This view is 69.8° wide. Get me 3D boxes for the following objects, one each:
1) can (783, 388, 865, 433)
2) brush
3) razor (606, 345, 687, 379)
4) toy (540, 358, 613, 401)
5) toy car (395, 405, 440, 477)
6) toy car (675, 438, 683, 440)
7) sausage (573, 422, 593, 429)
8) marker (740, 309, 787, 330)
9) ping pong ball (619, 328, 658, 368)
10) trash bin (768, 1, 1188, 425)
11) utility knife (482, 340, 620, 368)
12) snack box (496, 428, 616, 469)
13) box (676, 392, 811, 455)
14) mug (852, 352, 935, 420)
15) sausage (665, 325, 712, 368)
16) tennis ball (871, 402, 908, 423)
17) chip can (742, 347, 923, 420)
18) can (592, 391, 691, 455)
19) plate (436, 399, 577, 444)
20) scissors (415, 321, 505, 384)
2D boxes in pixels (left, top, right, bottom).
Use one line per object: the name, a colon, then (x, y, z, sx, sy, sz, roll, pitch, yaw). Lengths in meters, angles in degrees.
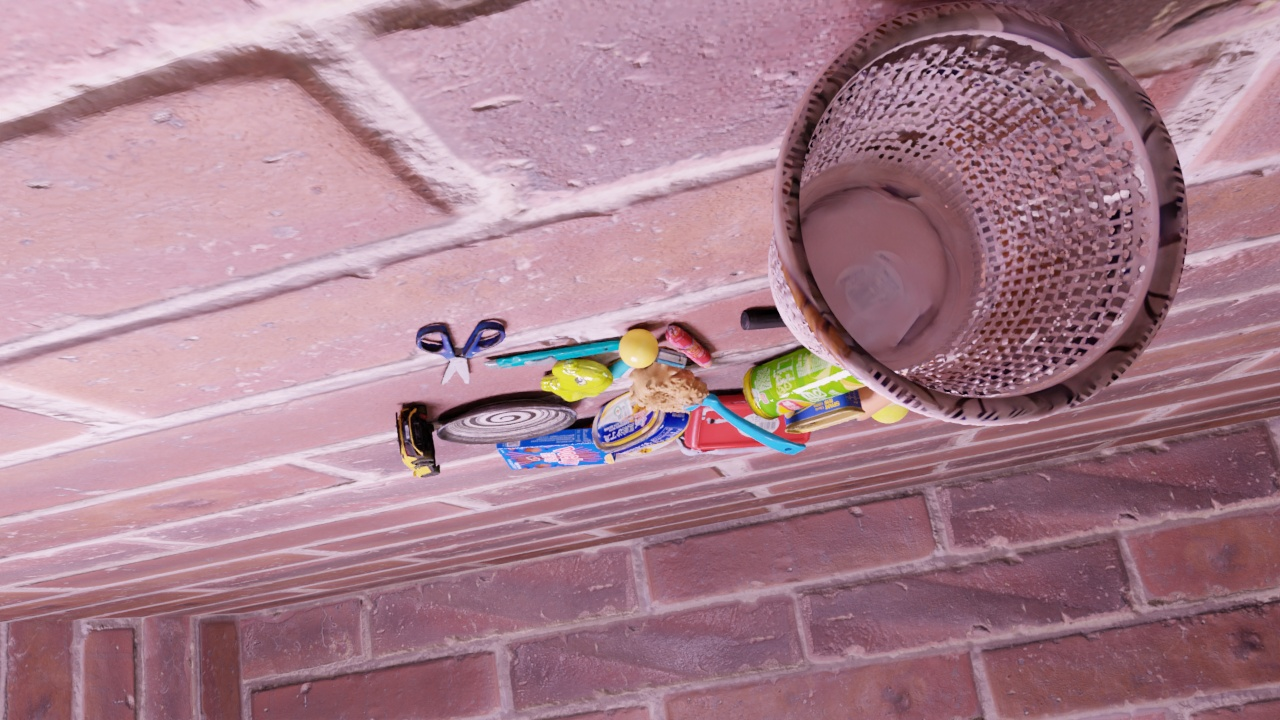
can: (0.227, 0.040, 1.170, 0.102, 0.083, 0.057, -22, 160, 38)
brush: (0.098, 0.065, 1.108, 0.254, 0.045, 0.083, 27, 140, -24)
razor: (-0.006, 0.006, 1.010, 0.043, 0.028, 0.133, 10, 162, -35)
toy: (-0.068, 0.021, 1.021, 0.100, 0.031, 0.096, -12, 155, 38)
toy car: (-0.270, 0.103, 1.115, 0.041, 0.071, 0.156, -9, 165, -8)
toy car: (0.092, 0.104, 1.392, 0.091, 0.036, 0.043, -1, 163, -30)
sausage: (-0.090, 0.108, 1.326, 0.166, 0.021, 0.021, -21, 161, 32)
marker: (0.167, -0.045, 0.956, 0.132, 0.020, 0.022, -4, 173, -19)
ping pong ball: (-0.002, -0.012, 0.932, 0.040, 0.040, 0.040, -9, 164, -3)
trash bin: (0.173, -0.072, 0.571, 0.227, 0.227, 0.192, -8, 176, -6)
utility knife: (-0.081, -0.006, 0.956, 0.164, 0.013, 0.029, -9, 167, -2)
snack box: (-0.118, 0.125, 1.303, 0.157, 0.026, 0.085, -4, 153, 6)
box: (0.140, 0.084, 1.316, 0.201, 0.095, 0.099, -1, -163, -25)
mug: (0.313, 0.020, 1.177, 0.078, 0.078, 0.123, 1, 157, -34)
sausage: (0.056, -0.014, 1.002, 0.020, 0.020, 0.155, -15, 163, 16)
tennis ball: (0.363, 0.059, 1.349, 0.065, 0.065, 0.065, -9, 164, -3)
chip can: (0.227, 0.008, 1.080, 0.072, 0.072, 0.222, 6, 158, -44)
can: (-0.001, 0.078, 1.186, 0.049, 0.074, 0.149, 9, 155, -39)
plate: (-0.169, 0.075, 1.167, 0.179, 0.024, 0.179, -7, 164, -2)
scissors: (-0.187, -0.003, 0.900, 0.141, 0.012, 0.171, 8, 155, -45)
